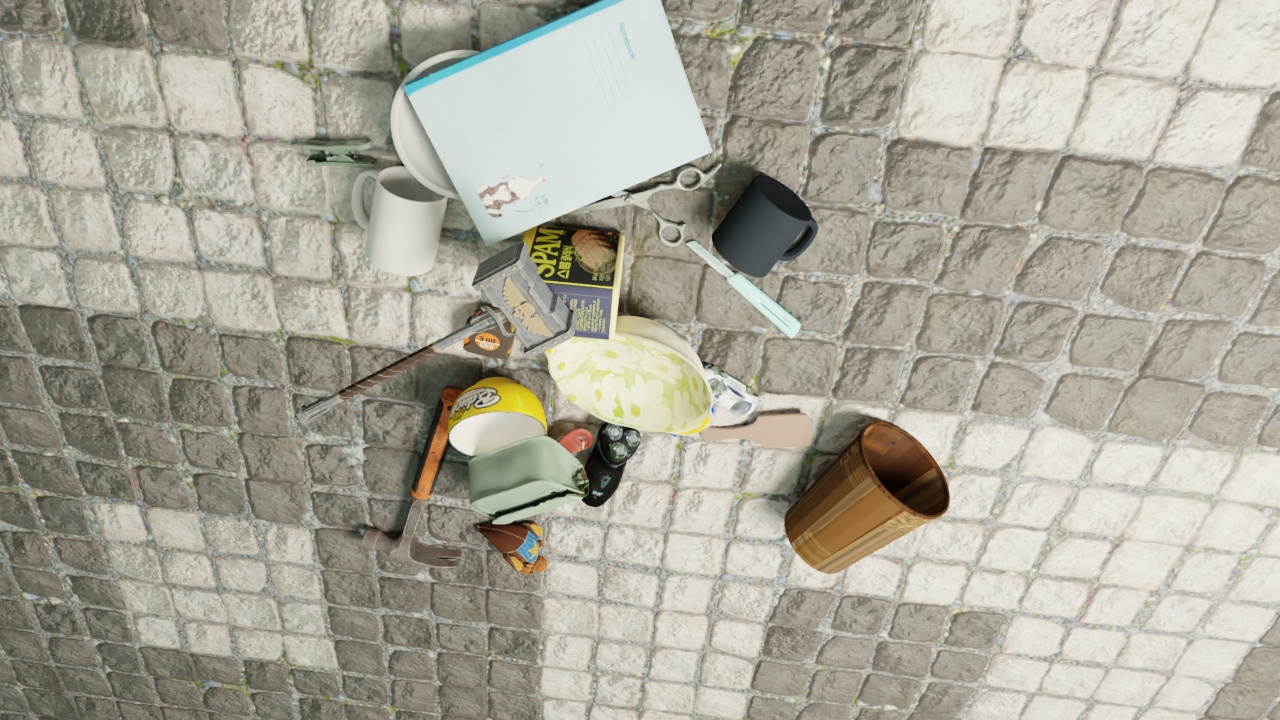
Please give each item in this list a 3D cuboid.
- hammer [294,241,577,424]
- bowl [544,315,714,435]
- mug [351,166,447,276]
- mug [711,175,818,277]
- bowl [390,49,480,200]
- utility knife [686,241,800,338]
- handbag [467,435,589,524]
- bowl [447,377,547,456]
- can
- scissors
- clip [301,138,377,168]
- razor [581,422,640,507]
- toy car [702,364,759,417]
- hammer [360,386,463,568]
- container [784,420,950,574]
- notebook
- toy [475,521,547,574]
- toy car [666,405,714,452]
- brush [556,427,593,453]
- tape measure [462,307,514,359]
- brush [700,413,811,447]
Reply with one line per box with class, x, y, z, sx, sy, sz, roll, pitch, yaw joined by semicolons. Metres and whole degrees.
hammer;-0.224;-0.003;0.913;0.323;0.044;0.098;-25;120;19
bowl;-0.006;0.006;1.040;0.219;0.060;0.189;32;143;-24
mug;-0.262;-0.157;0.975;0.110;0.073;0.091;32;126;15
mug;0.137;-0.134;0.949;0.105;0.071;0.078;11;130;-35
bowl;-0.170;-0.236;0.912;0.149;0.043;0.150;-3;122;-6
utility knife;0.115;-0.081;1.017;0.165;0.015;0.022;38;122;-16
handbag;-0.139;0.153;1.125;0.122;0.067;0.106;-20;146;19
bowl;-0.173;0.063;1.104;0.117;0.067;0.117;-5;147;-3
can;-0.074;-0.083;0.961;0.104;0.135;0.075;5;125;-1
scissors;0.003;-0.178;0.959;0.141;0.014;0.158;36;121;-22
clip;-0.314;-0.217;0.961;0.076;0.023;0.042;2;127;7
razor;-0.042;0.136;1.154;0.053;0.063;0.141;18;124;-6
toy car;0.099;0.038;1.092;0.089;0.027;0.039;31;124;-15
hammer;-0.273;0.164;1.217;0.137;0.034;0.315;20;124;-8
container;0.266;0.176;1.116;0.132;0.131;0.168;29;129;-14
notebook;-0.075;-0.234;0.894;0.253;0.009;0.181;-22;122;5
toy;-0.180;0.261;1.276;0.103;0.070;0.090;12;142;25
toy car;0.068;0.087;1.122;0.092;0.033;0.062;-18;130;44
brush;-0.129;0.121;1.173;0.173;0.030;0.041;-28;117;25
tape measure;-0.175;-0.035;1.067;0.058;0.038;0.059;11;139;-1
brush;0.142;0.086;1.131;0.136;0.015;0.050;-4;124;16
